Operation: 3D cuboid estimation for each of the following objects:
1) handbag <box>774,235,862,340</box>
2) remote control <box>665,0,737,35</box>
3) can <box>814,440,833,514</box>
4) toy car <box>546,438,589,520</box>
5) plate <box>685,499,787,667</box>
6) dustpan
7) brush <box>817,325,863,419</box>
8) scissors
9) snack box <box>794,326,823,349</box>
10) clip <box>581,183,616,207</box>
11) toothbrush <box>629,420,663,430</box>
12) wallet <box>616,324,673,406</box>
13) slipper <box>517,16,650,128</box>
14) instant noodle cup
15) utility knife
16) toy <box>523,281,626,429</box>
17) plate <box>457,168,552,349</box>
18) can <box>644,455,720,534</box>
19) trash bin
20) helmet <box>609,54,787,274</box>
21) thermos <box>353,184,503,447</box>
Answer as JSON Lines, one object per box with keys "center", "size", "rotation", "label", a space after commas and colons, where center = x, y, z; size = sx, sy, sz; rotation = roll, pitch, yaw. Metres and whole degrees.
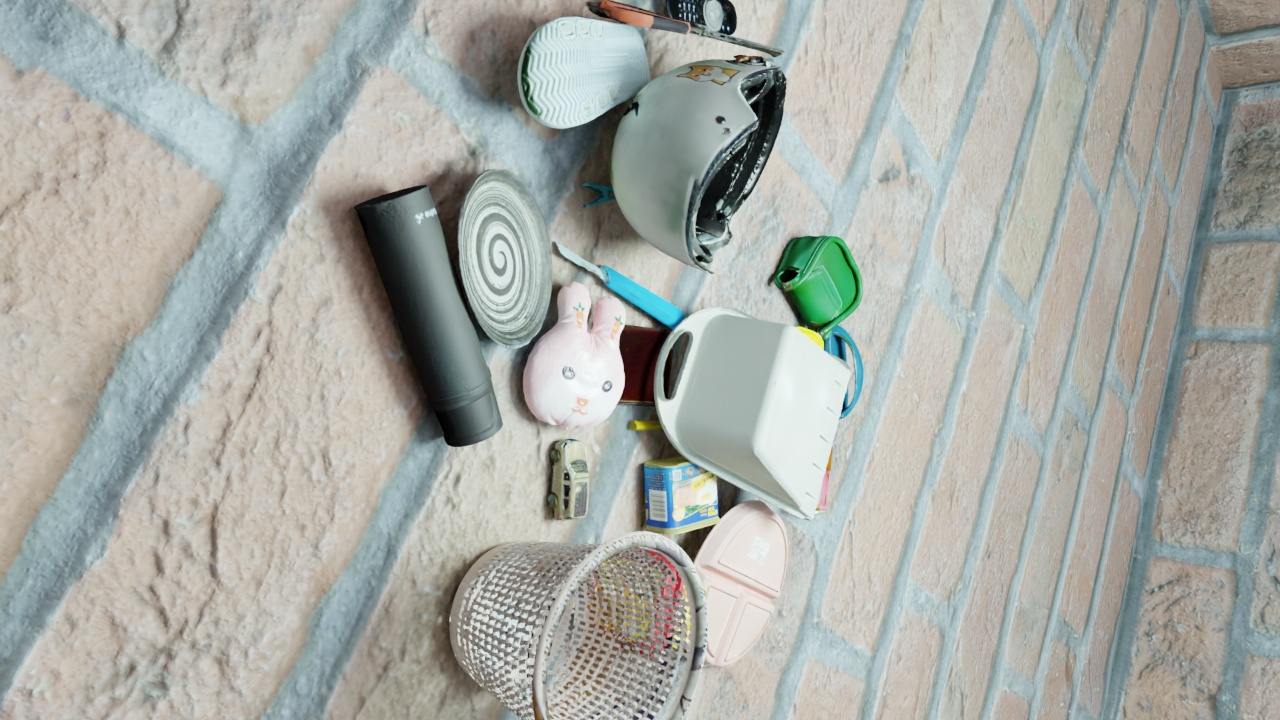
{"center": [0.256, -0.108, 1.318], "size": [0.131, 0.068, 0.120], "rotation": [53, 58, -33], "label": "handbag"}
{"center": [0.072, -0.433, 1.143], "size": [0.136, 0.024, 0.053], "rotation": [-11, 98, -46], "label": "remote control"}
{"center": [0.248, 0.146, 1.330], "size": [0.057, 0.058, 0.147], "rotation": [8, 87, -46], "label": "can"}
{"center": [-0.076, 0.131, 1.015], "size": [0.042, 0.035, 0.090], "rotation": [3, 88, -47], "label": "toy car"}
{"center": [0.132, 0.298, 1.213], "size": [0.228, 0.028, 0.230], "rotation": [-19, 116, -47], "label": "plate"}
{"center": [0.137, 0.052, 1.154], "size": [0.257, 0.143, 0.222], "rotation": [41, 62, -52], "label": "dustpan"}
{"center": [0.294, 0.017, 1.360], "size": [0.055, 0.074, 0.144], "rotation": [-17, 104, -51], "label": "brush"}
{"center": [0.047, -0.362, 1.000], "size": [0.203, 0.202, 0.015], "rotation": [-8, 122, -40], "label": "scissors"}
{"center": [0.198, 0.002, 1.255], "size": [0.082, 0.080, 0.091], "rotation": [16, 81, -46], "label": "snack box"}
{"center": [-0.045, -0.190, 1.044], "size": [0.055, 0.013, 0.038], "rotation": [-17, 105, -45], "label": "clip"}
{"center": [0.057, 0.077, 1.162], "size": [0.189, 0.016, 0.016], "rotation": [1, 87, -46], "label": "toothbrush"}
{"center": [-0.006, 0.006, 1.091], "size": [0.122, 0.020, 0.096], "rotation": [5, 92, -46], "label": "wallet"}
{"center": [-0.064, -0.309, 0.980], "size": [0.244, 0.074, 0.104], "rotation": [-39, 119, -55], "label": "slipper"}
{"center": [0.011, 0.283, 1.066], "size": [0.123, 0.116, 0.116], "rotation": [35, 67, -53], "label": "instant noodle cup"}
{"center": [-0.020, -0.086, 1.070], "size": [0.216, 0.018, 0.034], "rotation": [29, 38, -41], "label": "utility knife"}
{"center": [-0.067, -0.004, 1.001], "size": [0.121, 0.054, 0.159], "rotation": [18, 79, -34], "label": "toy"}
{"center": [-0.139, -0.100, 0.919], "size": [0.179, 0.024, 0.179], "rotation": [-3, 90, -67], "label": "plate"}
{"center": [0.051, 0.163, 1.132], "size": [0.101, 0.057, 0.083], "rotation": [-4, 92, -46], "label": "can"}
{"center": [-0.075, 0.269, 0.908], "size": [0.227, 0.192, 0.227], "rotation": [-3, 94, -46], "label": "trash bin"}
{"center": [0.055, -0.236, 1.032], "size": [0.273, 0.157, 0.231], "rotation": [-59, 167, -48], "label": "helmet"}
{"center": [-0.193, -0.042, 0.874], "size": [0.089, 0.068, 0.243], "rotation": [-67, 145, -65], "label": "thermos"}
